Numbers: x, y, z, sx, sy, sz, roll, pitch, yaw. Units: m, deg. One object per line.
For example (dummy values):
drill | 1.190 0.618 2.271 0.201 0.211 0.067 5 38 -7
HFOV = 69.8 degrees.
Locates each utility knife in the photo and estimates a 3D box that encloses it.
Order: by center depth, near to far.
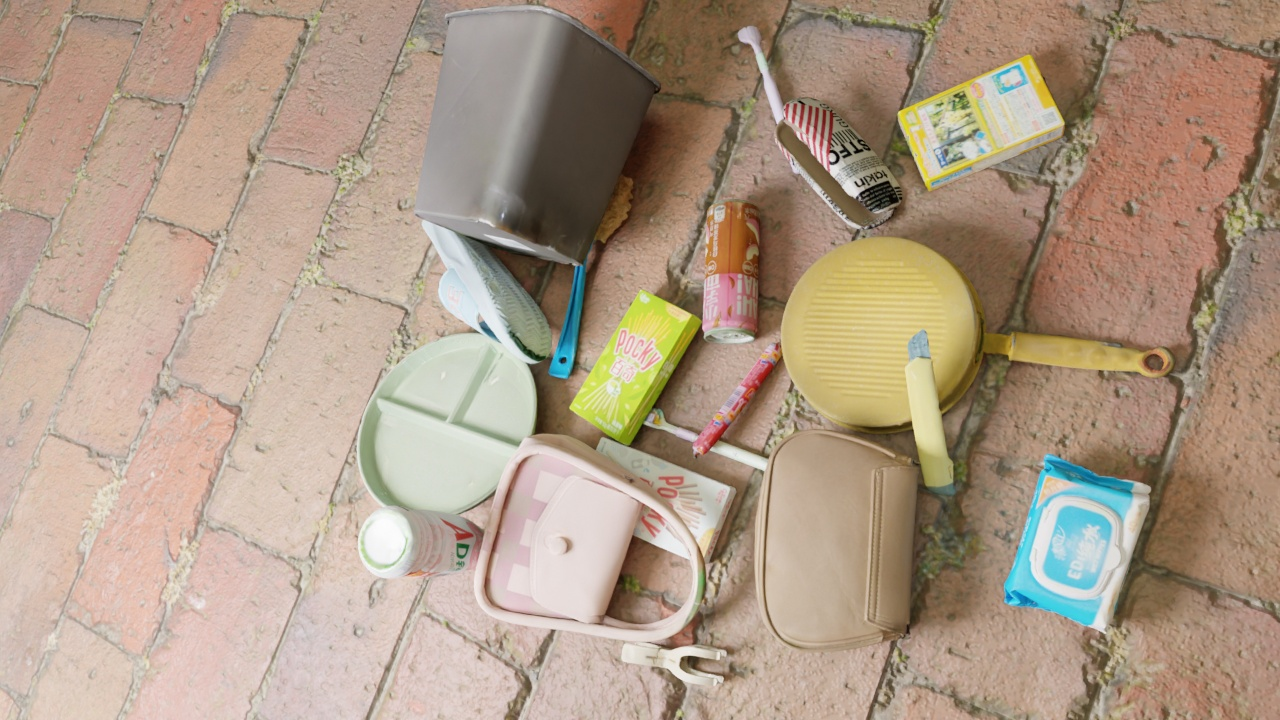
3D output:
utility knife | 0.267 0.053 0.849 0.031 0.019 0.177 -13 117 8

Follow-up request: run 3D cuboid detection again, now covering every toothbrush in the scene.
toothbrush | 0.089 0.091 0.958 0.190 0.020 0.029 21 43 22
toothbrush | 0.148 -0.291 1.024 0.029 0.021 0.189 -11 73 -16

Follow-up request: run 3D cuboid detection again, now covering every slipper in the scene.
slipper | -0.191 -0.083 1.052 0.074 0.104 0.245 -45 58 9

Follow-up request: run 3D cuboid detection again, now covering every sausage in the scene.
sausage | 0.103 0.039 0.952 0.020 0.020 0.155 35 81 23

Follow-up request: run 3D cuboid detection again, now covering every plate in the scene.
plate | -0.218 0.074 1.045 0.230 0.027 0.229 -10 61 18

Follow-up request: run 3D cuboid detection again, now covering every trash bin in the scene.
trash bin | -0.119 -0.231 0.984 0.199 0.198 0.219 14 88 41

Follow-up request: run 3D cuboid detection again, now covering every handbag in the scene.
handbag | 0.182 0.170 0.866 0.148 0.100 0.204 5 79 10
handbag | -0.043 0.195 0.934 0.234 0.093 0.193 20 100 15

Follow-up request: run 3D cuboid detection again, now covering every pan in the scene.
pan | 0.313 -0.018 0.887 0.358 0.078 0.197 5 84 27

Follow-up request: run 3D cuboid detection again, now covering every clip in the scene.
clip | 0.032 0.296 0.909 0.104 0.076 0.034 8 80 10

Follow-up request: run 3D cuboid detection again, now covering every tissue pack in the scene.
tissue pack | 0.383 0.162 0.809 0.090 0.063 0.140 18 85 23

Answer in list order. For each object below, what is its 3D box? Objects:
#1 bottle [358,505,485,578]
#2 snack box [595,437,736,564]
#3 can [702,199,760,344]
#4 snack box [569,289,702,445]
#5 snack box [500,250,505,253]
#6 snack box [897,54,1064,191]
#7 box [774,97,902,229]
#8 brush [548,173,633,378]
bottle | -0.207 0.189 0.946 0.068 0.197 0.068 -5 76 19
snack box | 0.014 0.146 0.969 0.157 0.027 0.084 19 85 24
can | 0.097 -0.094 0.976 0.058 0.058 0.147 -1 77 20
snack box | -0.006 0.006 0.995 0.086 0.026 0.156 31 90 41
snack box | -0.183 -0.212 1.122 0.077 0.027 0.155 -40 68 8
snack box | 0.344 -0.241 0.934 0.140 0.033 0.087 -21 71 13
box | 0.207 -0.205 0.971 0.075 0.076 0.163 -28 68 -27
brush | -0.065 -0.104 1.052 0.083 0.046 0.254 10 85 19
